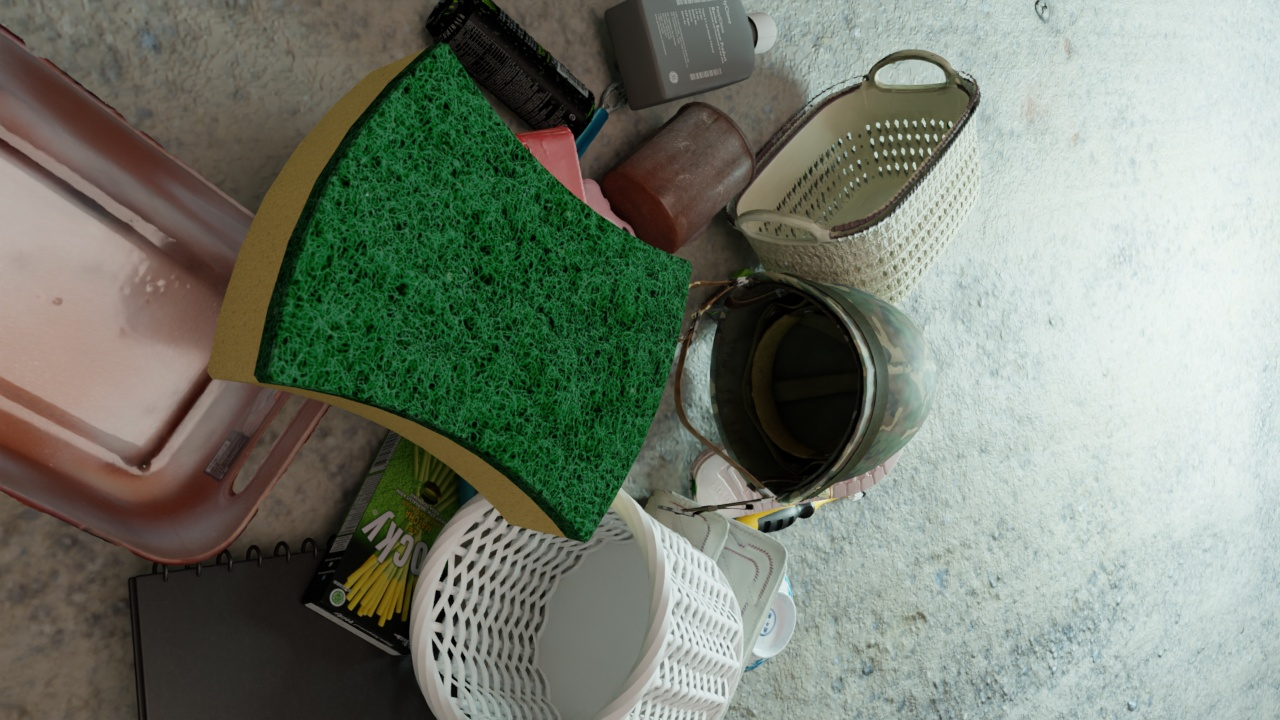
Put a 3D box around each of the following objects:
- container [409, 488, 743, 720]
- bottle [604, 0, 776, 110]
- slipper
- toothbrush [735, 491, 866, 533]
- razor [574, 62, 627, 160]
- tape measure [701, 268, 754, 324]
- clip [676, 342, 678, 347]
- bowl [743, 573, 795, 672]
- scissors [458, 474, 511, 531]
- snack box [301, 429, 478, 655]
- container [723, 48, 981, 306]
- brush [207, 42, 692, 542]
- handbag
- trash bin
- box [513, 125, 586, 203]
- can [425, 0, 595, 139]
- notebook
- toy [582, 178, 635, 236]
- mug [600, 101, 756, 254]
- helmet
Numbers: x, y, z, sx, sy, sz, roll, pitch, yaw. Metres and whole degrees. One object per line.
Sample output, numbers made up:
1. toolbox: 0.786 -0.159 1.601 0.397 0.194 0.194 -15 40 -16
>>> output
1. container: -0.037 0.195 0.672 0.189 0.189 0.187 -64 150 -12
2. bottle: 0.054 -0.277 0.799 0.173 0.046 0.084 -26 105 -40
3. slipper: 0.153 0.094 0.912 0.239 0.064 0.094 -14 106 -16
4. toothbrush: 0.169 0.152 0.951 0.196 0.031 0.031 -7 130 -40
5. razor: -0.042 -0.188 0.759 0.042 0.022 0.143 47 61 -29
6. tape measure: 0.097 -0.052 0.872 0.065 0.036 0.058 -43 108 -21
7. clip: -0.004 0.005 0.808 0.101 0.040 0.054 -50 133 -22
8. bowl: 0.100 0.242 0.881 0.143 0.074 0.144 -4 98 -35
9. scissors: -0.119 0.065 0.716 0.151 0.019 0.130 55 43 -21
10. snack box: -0.174 0.127 0.667 0.080 0.025 0.147 44 47 -31
11. container: 0.207 -0.159 0.856 0.251 0.185 0.143 -49 131 -24
12. brush: -0.092 -0.028 0.532 0.250 0.075 0.194 36 66 -39
13. handbag: 0.031 0.225 0.795 0.096 0.142 0.198 65 49 -72
14. trash bin: -0.315 -0.031 0.502 0.259 0.158 0.181 40 72 -33
15. box: -0.094 -0.084 0.671 0.117 0.136 0.157 -20 106 -47
16. can: -0.096 -0.223 0.701 0.137 0.054 0.054 36 74 -33
17. notebook: -0.217 0.205 0.623 0.231 0.019 0.169 2 74 -49
18. toy: -0.043 -0.104 0.755 0.098 0.053 0.096 -16 92 -33
19. mug: 0.034 -0.143 0.791 0.110 0.096 0.123 -40 142 -20
20. helmet: 0.118 0.023 0.770 0.235 0.225 0.192 -3 84 -38
